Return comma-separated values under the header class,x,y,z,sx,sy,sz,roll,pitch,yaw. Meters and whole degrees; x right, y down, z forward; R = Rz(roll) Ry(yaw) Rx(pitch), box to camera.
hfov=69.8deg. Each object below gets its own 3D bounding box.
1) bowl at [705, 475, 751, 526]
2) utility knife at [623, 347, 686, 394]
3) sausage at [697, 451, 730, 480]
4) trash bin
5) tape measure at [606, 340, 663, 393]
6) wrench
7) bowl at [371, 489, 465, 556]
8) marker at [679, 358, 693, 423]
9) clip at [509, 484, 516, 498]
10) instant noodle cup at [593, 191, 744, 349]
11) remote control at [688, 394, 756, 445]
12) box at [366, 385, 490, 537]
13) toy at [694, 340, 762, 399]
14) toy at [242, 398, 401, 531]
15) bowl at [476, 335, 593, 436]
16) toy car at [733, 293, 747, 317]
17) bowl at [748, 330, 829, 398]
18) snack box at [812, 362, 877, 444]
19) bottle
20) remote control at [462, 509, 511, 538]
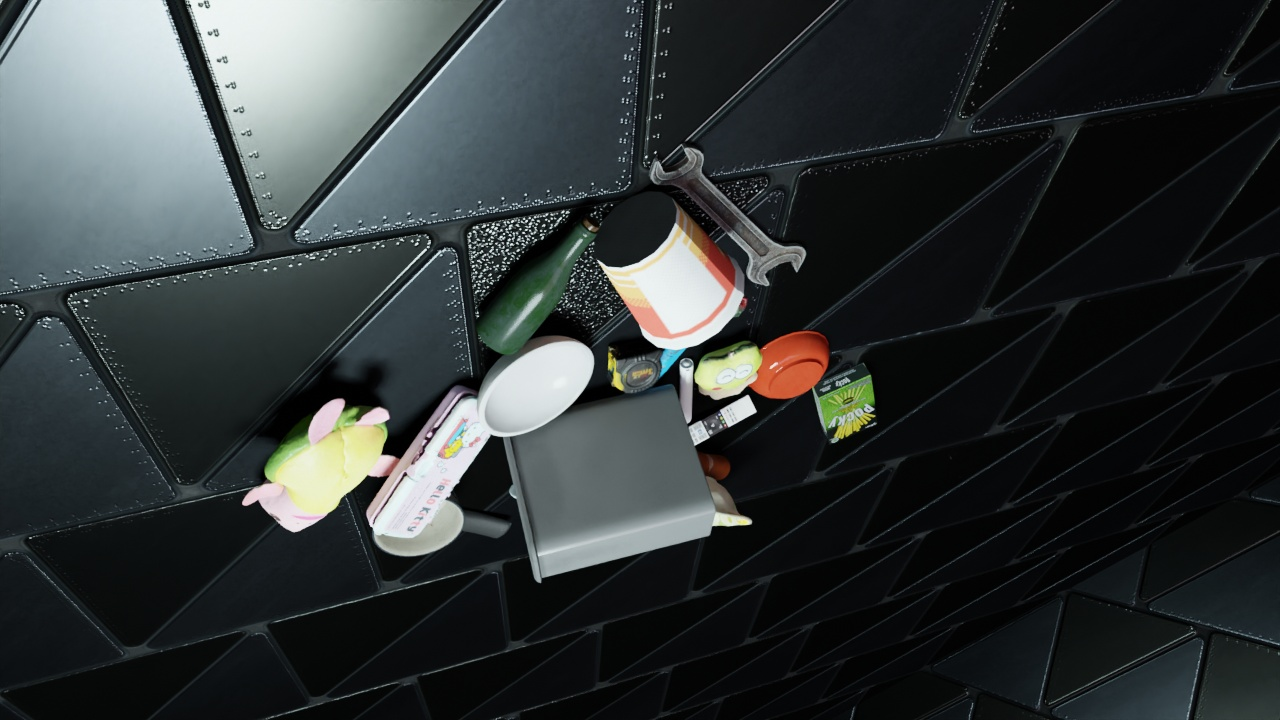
class,x,y,z,sx,sy,sz,roll,pitch,yaw
bowl,0.053,0.198,1.329,0.219,0.060,0.188,2,164,14
utility knife,0.012,0.021,1.156,0.031,0.015,0.159,8,134,-39
sausage,0.069,0.144,1.324,0.164,0.039,0.044,22,115,-44
trash bin,-0.043,0.145,1.123,0.219,0.191,0.098,-12,149,-10
tape measure,-0.007,0.006,1.110,0.067,0.038,0.063,-12,135,-19
wrench,0.098,-0.150,0.984,0.070,0.010,0.273,-36,142,18
bowl,-0.288,0.191,1.175,0.115,0.059,0.116,-13,135,-13
marker,0.060,0.044,1.207,0.017,0.020,0.134,-7,143,-4
clip,-0.084,0.182,1.286,0.172,0.029,0.143,-24,140,15
instant noodle cup,0.024,-0.096,0.931,0.123,0.123,0.121,-31,136,12
remote control,0.100,0.088,1.272,0.124,0.012,0.028,-28,103,-2
box,-0.238,0.125,1.078,0.202,0.044,0.086,-54,140,6
toy,0.113,0.017,1.179,0.092,0.046,0.115,-20,152,-7
toy,-0.353,0.113,1.022,0.189,0.087,0.239,-15,154,-45
bowl,-0.127,0.020,1.046,0.149,0.043,0.150,-28,150,-19
toy car,0.081,-0.072,1.048,0.091,0.042,0.036,-1,110,-36
bowl,0.202,0.014,1.228,0.122,0.035,0.122,-14,144,-11
snack box,0.304,0.067,1.359,0.080,0.025,0.148,-24,144,3
bottle,-0.099,-0.080,0.934,0.055,0.055,0.175,17,128,-41
remote control,-0.249,0.225,1.279,0.151,0.020,0.041,21,127,-41
